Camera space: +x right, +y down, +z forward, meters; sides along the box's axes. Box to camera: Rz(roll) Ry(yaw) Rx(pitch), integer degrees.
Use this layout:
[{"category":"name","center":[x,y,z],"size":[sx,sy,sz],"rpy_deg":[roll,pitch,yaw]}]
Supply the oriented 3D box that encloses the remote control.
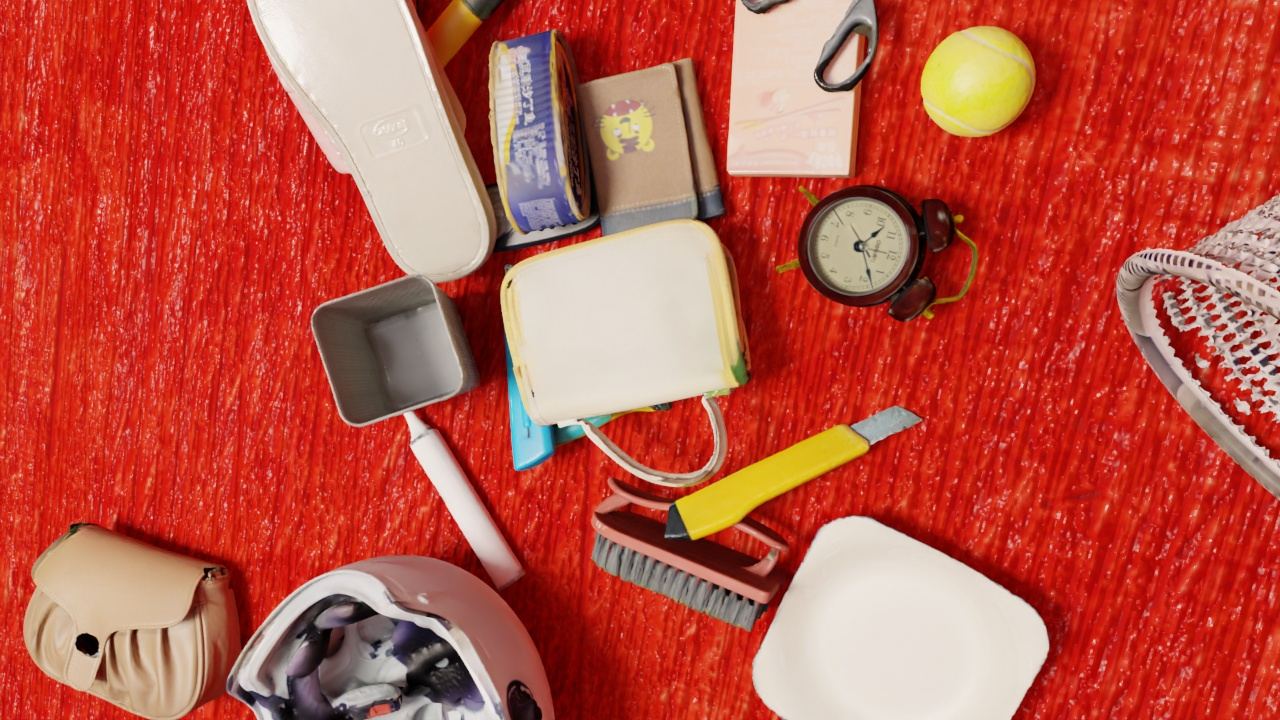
[{"category":"remote control","center":[-0.090,-0.112,0.698],"size":[0.136,0.024,0.053],"rpy_deg":[-8,92,16]}]

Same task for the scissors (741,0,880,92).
[{"category":"scissors","center":[0.144,-0.253,0.577],"size":[0.159,0.014,0.178],"rpy_deg":[9,96,15]}]

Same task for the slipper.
[{"category":"slipper","center":[-0.187,-0.184,0.659],"size":[0.114,0.054,0.274],"rpy_deg":[-24,108,6]}]

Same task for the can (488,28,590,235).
[{"category":"can","center":[-0.070,-0.163,0.648],"size":[0.049,0.074,0.148],"rpy_deg":[-10,71,11]}]

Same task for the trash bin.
[{"category":"trash bin","center":[0.392,-0.026,0.443],"size":[0.192,0.227,0.227],"rpy_deg":[-41,81,7]}]

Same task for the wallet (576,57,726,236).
[{"category":"wallet","center":[0.007,-0.148,0.652],"size":[0.090,0.033,0.115],"rpy_deg":[-11,90,11]}]

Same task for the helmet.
[{"category":"helmet","center":[-0.164,0.263,0.705],"size":[0.229,0.145,0.258],"rpy_deg":[-33,92,22]}]

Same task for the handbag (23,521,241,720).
[{"category":"handbag","center":[-0.469,0.240,0.840],"size":[0.205,0.099,0.148],"rpy_deg":[12,97,15]}]

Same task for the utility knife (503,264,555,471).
[{"category":"utility knife","center":[-0.089,0.002,0.701],"size":[0.034,0.018,0.161],"rpy_deg":[-13,76,21]}]

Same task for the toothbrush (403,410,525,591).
[{"category":"toothbrush","center":[-0.162,0.086,0.747],"size":[0.026,0.027,0.221],"rpy_deg":[-31,83,-18]}]

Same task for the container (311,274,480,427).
[{"category":"container","center":[-0.174,-0.006,0.686],"size":[0.090,0.114,0.090],"rpy_deg":[-18,89,-1]}]

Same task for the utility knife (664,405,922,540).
[{"category":"utility knife","center":[0.102,0.078,0.630],"size":[0.192,0.015,0.033],"rpy_deg":[-26,61,4]}]

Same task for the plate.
[{"category":"plate","center":[0.174,0.199,0.629],"size":[0.164,0.034,0.164],"rpy_deg":[28,104,16]}]

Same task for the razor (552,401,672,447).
[{"category":"razor","center":[-0.039,0.043,0.695],"size":[0.133,0.028,0.043],"rpy_deg":[-25,68,18]}]

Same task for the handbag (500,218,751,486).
[{"category":"handbag","center":[-0.004,0.004,0.647],"size":[0.163,0.063,0.178],"rpy_deg":[-12,83,16]}]

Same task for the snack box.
[{"category":"snack box","center":[0.105,-0.203,0.615],"size":[0.084,0.026,0.157],"rpy_deg":[5,98,19]}]

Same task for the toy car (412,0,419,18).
[{"category":"toy car","center":[-0.233,-0.272,0.726],"size":[0.121,0.045,0.053],"rpy_deg":[-16,89,23]}]

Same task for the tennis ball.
[{"category":"tennis ball","center":[0.206,-0.170,0.561],"size":[0.065,0.065,0.065],"rpy_deg":[2,96,20]}]

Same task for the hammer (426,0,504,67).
[{"category":"hammer","center":[-0.125,-0.263,0.678],"size":[0.129,0.032,0.301],"rpy_deg":[42,104,-17]}]

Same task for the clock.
[{"category":"clock","center":[0.155,-0.071,0.596],"size":[0.122,0.055,0.082],"rpy_deg":[18,101,16]}]

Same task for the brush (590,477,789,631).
[{"category":"brush","center":[0.032,0.133,0.662],"size":[0.146,0.063,0.069],"rpy_deg":[18,98,19]}]
